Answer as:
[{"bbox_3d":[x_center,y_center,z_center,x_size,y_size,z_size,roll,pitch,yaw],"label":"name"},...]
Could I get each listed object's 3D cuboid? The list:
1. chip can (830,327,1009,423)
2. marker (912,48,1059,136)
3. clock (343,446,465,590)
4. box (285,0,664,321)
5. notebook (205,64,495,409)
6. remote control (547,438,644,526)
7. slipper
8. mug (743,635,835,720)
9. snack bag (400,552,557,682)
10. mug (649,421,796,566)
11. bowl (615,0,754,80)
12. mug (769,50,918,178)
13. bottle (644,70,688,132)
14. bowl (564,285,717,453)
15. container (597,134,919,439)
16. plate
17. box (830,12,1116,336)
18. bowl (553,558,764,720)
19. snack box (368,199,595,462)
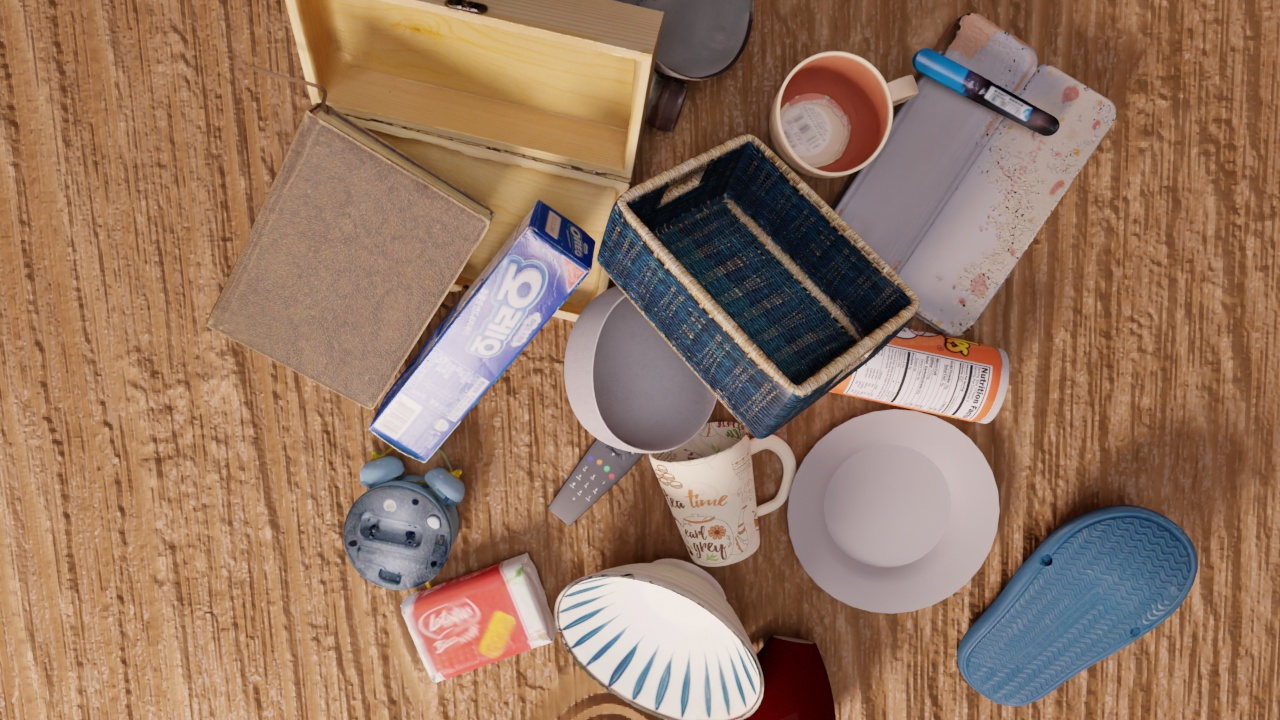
[{"bbox_3d":[0.176,-0.001,0.729,0.210,0.062,0.062,12,97,0],"label":"chip can"},{"bbox_3d":[0.260,-0.201,0.691,0.123,0.015,0.018,26,100,-4],"label":"marker"},{"bbox_3d":[-0.193,0.127,0.762,0.089,0.051,0.124,11,97,1],"label":"clock"},{"bbox_3d":[-0.127,-0.162,0.683,0.247,0.096,0.262,14,126,0],"label":"box"},{"bbox_3d":[-0.238,-0.081,0.686,0.190,0.034,0.216,32,120,-17],"label":"notebook"},{"bbox_3d":[-0.029,0.085,0.772,0.039,0.010,0.125,40,97,-4],"label":"remote control"},{"bbox_3d":[0.348,0.198,0.754,0.104,0.059,0.214,42,111,4],"label":"slipper"},{"bbox_3d":[0.110,0.276,0.767,0.114,0.087,0.088,3,79,28],"label":"mug"},{"bbox_3d":[-0.136,0.219,0.780,0.116,0.036,0.077,-20,97,4],"label":"snack bag"},{"bbox_3d":[0.075,0.103,0.750,0.121,0.081,0.097,-21,105,-23],"label":"mug"},{"bbox_3d":[0.014,-0.279,0.685,0.150,0.057,0.150,1,88,-39],"label":"bowl"},{"bbox_3d":[0.150,-0.183,0.685,0.111,0.104,0.085,-22,97,3],"label":"mug"},{"bbox_3d":[-0.045,-0.221,0.709,0.162,0.056,0.056,20,97,-1],"label":"bottle"},{"bbox_3d":[-0.004,0.004,0.718,0.131,0.064,0.132,-3,96,-38],"label":"bowl"},{"bbox_3d":[0.081,-0.056,0.656,0.145,0.071,0.187,-32,72,-31],"label":"container"},{"bbox_3d":[0.208,0.125,0.766,0.173,0.019,0.173,0,97,2],"label":"plate"},{"bbox_3d":[0.252,-0.143,0.723,0.148,0.043,0.216,32,97,-7],"label":"box"},{"bbox_3d":[0.024,0.211,0.742,0.177,0.070,0.178,15,131,18],"label":"bowl"},{"bbox_3d":[-0.123,-0.017,0.698,0.059,0.059,0.227,34,117,-17],"label":"snack box"}]
